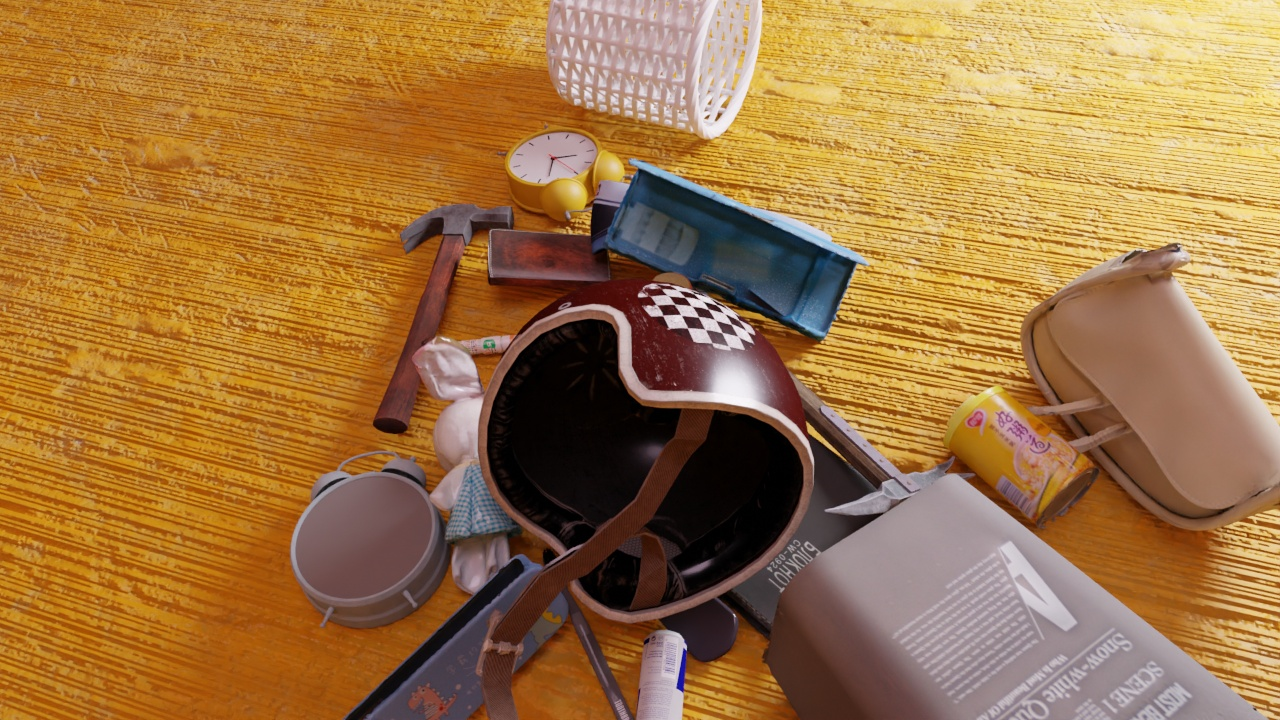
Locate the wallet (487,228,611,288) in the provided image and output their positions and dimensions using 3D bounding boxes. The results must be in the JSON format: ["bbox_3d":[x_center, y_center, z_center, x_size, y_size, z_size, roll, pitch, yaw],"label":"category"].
[{"bbox_3d":[-0.094,-0.102,0.937,0.123,0.019,0.072,2,50,-12],"label":"wallet"}]

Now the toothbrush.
[{"bbox_3d":[-0.040,0.213,0.701,0.012,0.013,0.167,-23,55,-13],"label":"toothbrush"}]

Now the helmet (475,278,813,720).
[{"bbox_3d":[-0.002,0.069,0.648,0.233,0.234,0.253,-1,33,-22],"label":"helmet"}]

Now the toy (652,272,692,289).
[{"bbox_3d":[-0.005,0.005,0.815,0.176,0.096,0.112,-46,58,4],"label":"toy"}]

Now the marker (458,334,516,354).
[{"bbox_3d":[-0.107,-0.019,0.891,0.145,0.017,0.017,-6,51,1],"label":"marker"}]

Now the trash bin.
[{"bbox_3d":[0.206,0.211,0.553,0.197,0.198,0.220,-26,55,-20],"label":"trash bin"}]

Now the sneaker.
[{"bbox_3d":[0.066,-0.112,0.932,0.241,0.083,0.098,10,96,-1],"label":"sneaker"}]

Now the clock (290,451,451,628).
[{"bbox_3d":[-0.222,0.142,0.755,0.122,0.045,0.159,-11,52,-5],"label":"clock"}]

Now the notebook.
[{"bbox_3d":[0.093,0.116,0.758,0.169,0.029,0.209,-38,55,-23],"label":"notebook"}]

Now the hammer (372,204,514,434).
[{"bbox_3d":[-0.209,-0.052,0.915,0.111,0.028,0.299,1,49,7],"label":"hammer"}]

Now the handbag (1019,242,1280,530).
[{"bbox_3d":[0.390,0.029,0.712,0.132,0.184,0.229,-22,69,-9],"label":"handbag"}]

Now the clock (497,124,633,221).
[{"bbox_3d":[-0.086,-0.209,1.023,0.113,0.052,0.152,-36,53,-22],"label":"clock"}]

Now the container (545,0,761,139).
[{"bbox_3d":[0.018,-0.368,1.053,0.187,0.190,0.188,19,55,21],"label":"container"}]

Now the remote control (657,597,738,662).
[{"bbox_3d":[0.023,0.181,0.711,0.124,0.009,0.046,37,87,29],"label":"remote control"}]

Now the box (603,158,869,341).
[{"bbox_3d":[0.085,-0.105,0.832,0.231,0.110,0.094,25,89,3],"label":"box"}]

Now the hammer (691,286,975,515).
[{"bbox_3d":[0.126,0.022,0.809,0.146,0.028,0.317,-10,41,-34],"label":"hammer"}]

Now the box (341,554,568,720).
[{"bbox_3d":[-0.137,0.233,0.659,0.064,0.069,0.209,37,63,21],"label":"box"}]

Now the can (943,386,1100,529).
[{"bbox_3d":[0.305,0.077,0.742,0.067,0.068,0.105,-30,55,-18],"label":"can"}]

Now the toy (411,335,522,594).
[{"bbox_3d":[-0.128,0.091,0.767,0.131,0.106,0.205,2,74,-18],"label":"toy"}]

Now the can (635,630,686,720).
[{"bbox_3d":[0.014,0.243,0.657,0.032,0.032,0.095,2,51,7],"label":"can"}]
